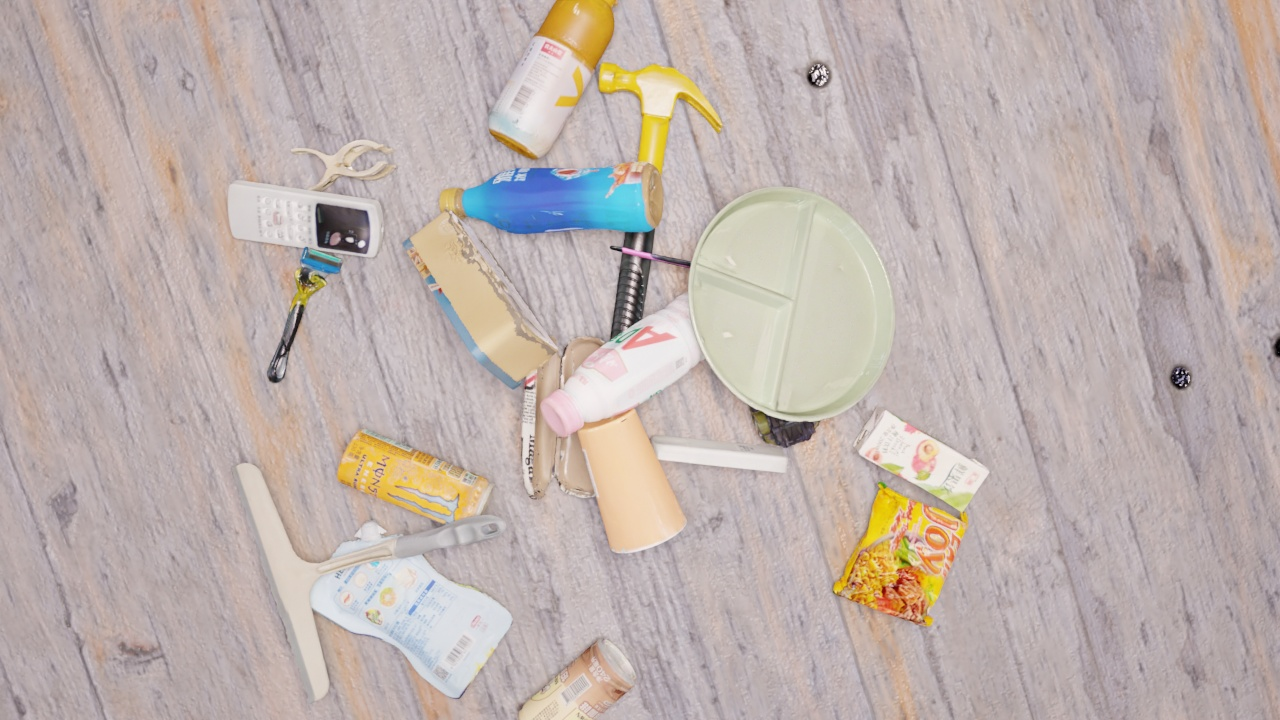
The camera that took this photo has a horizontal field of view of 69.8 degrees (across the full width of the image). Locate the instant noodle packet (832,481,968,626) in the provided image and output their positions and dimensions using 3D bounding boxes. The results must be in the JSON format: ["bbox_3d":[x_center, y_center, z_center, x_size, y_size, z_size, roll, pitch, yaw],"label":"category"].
[{"bbox_3d":[0.269,0.198,0.934,0.111,0.044,0.128,22,92,-6],"label":"instant noodle packet"}]

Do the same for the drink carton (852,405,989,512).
[{"bbox_3d":[0.282,0.098,0.927,0.122,0.045,0.053,30,97,-2],"label":"drink carton"}]

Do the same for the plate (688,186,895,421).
[{"bbox_3d":[0.146,-0.054,0.889,0.230,0.028,0.230,3,82,-22],"label":"plate"}]

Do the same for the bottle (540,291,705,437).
[{"bbox_3d":[-0.005,0.005,0.865,0.196,0.068,0.068,-33,93,-27],"label":"bottle"}]

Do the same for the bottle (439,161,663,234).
[{"bbox_3d":[-0.090,-0.154,0.882,0.219,0.065,0.065,1,93,16],"label":"bottle"}]

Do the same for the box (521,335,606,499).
[{"bbox_3d":[-0.077,0.057,0.898,0.076,0.086,0.162,9,99,36],"label":"box"}]

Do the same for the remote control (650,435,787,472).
[{"bbox_3d":[0.077,0.094,0.917,0.135,0.056,0.019,6,95,-2],"label":"remote control"}]

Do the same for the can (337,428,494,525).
[{"bbox_3d":[-0.223,0.120,0.911,0.146,0.058,0.058,23,92,-2],"label":"can"}]

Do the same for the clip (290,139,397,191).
[{"bbox_3d":[-0.295,-0.195,0.910,0.100,0.034,0.072,-10,94,8],"label":"clip"}]

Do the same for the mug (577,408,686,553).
[{"bbox_3d":[-0.013,0.111,0.872,0.078,0.078,0.123,-21,98,0],"label":"mug"}]

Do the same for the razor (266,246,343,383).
[{"bbox_3d":[-0.345,-0.044,0.920,0.042,0.022,0.143,17,98,-46],"label":"razor"}]

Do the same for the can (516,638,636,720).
[{"bbox_3d":[-0.064,0.339,0.925,0.116,0.058,0.058,-42,93,1],"label":"can"}]

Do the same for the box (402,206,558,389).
[{"bbox_3d":[-0.147,-0.055,0.855,0.062,0.090,0.184,-36,58,2],"label":"box"}]

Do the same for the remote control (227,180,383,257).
[{"bbox_3d":[-0.330,-0.139,0.905,0.150,0.021,0.058,8,118,-1],"label":"remote control"}]

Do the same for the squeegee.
[{"bbox_3d":[-0.242,0.185,0.890,0.247,0.039,0.246,-16,94,8],"label":"squeegee"}]

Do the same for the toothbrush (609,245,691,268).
[{"bbox_3d":[0.059,-0.095,0.907,0.189,0.014,0.017,11,80,-18],"label":"toothbrush"}]

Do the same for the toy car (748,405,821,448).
[{"bbox_3d":[0.132,0.010,0.921,0.070,0.042,0.158,-18,92,-1],"label":"toy car"}]

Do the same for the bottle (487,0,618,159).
[{"bbox_3d":[-0.078,-0.290,0.890,0.068,0.068,0.189,30,91,-2],"label":"bottle"}]

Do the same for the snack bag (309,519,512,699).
[{"bbox_3d":[-0.233,0.250,0.928,0.191,0.039,0.110,35,94,0],"label":"snack bag"}]

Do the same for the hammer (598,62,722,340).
[{"bbox_3d":[0.003,-0.143,0.917,0.129,0.033,0.301,9,92,0],"label":"hammer"}]
